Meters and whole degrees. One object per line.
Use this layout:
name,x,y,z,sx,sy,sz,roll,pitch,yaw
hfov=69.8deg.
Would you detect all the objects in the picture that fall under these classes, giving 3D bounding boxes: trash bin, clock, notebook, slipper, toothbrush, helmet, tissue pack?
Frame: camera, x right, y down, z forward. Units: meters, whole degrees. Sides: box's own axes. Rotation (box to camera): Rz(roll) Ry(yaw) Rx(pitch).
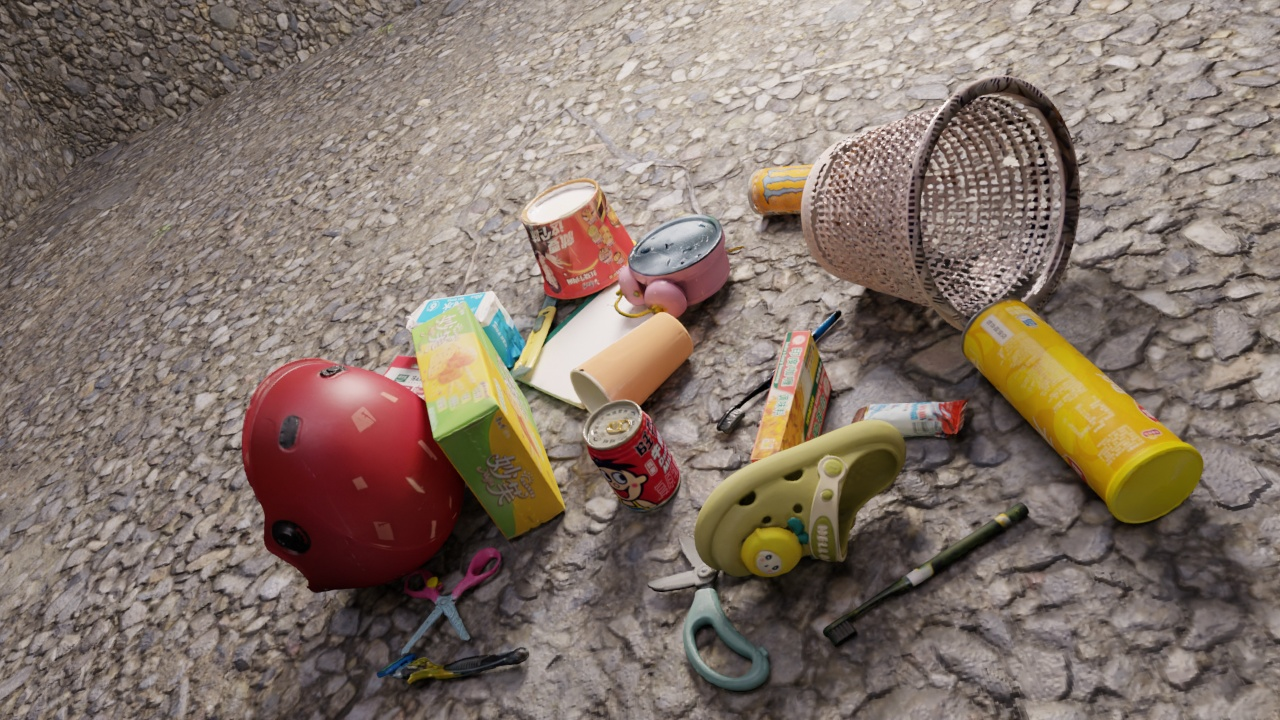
trash bin,0.271,-0.147,0.887,0.227,0.227,0.192,-43,27,-18
clock,0.035,-0.103,1.072,0.158,0.060,0.117,-39,37,-17
notebook,-0.045,-0.033,1.101,0.208,0.012,0.150,-45,38,-22
slipper,0.135,0.116,0.722,0.190,0.092,0.081,-27,38,-5
toothbrush,0.144,0.010,0.929,0.189,0.014,0.016,-42,40,-18
helmet,-0.259,0.109,0.894,0.144,0.240,0.206,-1,42,22
tissue pack,-0.218,-0.030,1.144,0.140,0.090,0.063,-5,42,27
toothbrush,0.221,0.163,0.703,0.186,0.012,0.017,-32,43,-4

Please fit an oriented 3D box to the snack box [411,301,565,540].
snack box,-0.160,0.057,0.948,0.070,0.158,0.210,-27,37,-1

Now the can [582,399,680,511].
can,-0.008,0.090,0.866,0.067,0.094,0.066,-18,38,14

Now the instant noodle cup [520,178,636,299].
instant noodle cup,-0.085,-0.161,1.187,0.138,0.109,0.137,-18,34,12

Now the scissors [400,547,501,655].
scissors,-0.183,0.226,0.881,0.135,0.017,0.133,-35,33,-16

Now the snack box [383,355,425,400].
snack box,-0.288,0.056,1.126,0.113,0.044,0.126,5,49,37

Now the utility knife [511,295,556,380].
utility knife,-0.126,-0.041,1.155,0.031,0.022,0.212,-13,28,19

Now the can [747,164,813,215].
can,0.206,-0.206,1.104,0.146,0.058,0.058,3,47,35

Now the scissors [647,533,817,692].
scissors,0.094,0.181,0.758,0.179,0.019,0.170,-31,36,-2

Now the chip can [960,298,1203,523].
chip can,0.339,0.032,0.730,0.072,0.072,0.213,-27,37,2

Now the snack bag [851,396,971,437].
snack bag,0.236,0.051,0.811,0.104,0.026,0.048,-3,32,30

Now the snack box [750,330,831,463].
snack box,0.138,0.053,0.829,0.027,0.077,0.155,-4,43,29

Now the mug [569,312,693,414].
mug,-0.006,0.006,0.984,0.122,0.078,0.078,-40,38,-22

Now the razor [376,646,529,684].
razor,-0.162,0.271,0.815,0.143,0.022,0.042,-13,2,18
